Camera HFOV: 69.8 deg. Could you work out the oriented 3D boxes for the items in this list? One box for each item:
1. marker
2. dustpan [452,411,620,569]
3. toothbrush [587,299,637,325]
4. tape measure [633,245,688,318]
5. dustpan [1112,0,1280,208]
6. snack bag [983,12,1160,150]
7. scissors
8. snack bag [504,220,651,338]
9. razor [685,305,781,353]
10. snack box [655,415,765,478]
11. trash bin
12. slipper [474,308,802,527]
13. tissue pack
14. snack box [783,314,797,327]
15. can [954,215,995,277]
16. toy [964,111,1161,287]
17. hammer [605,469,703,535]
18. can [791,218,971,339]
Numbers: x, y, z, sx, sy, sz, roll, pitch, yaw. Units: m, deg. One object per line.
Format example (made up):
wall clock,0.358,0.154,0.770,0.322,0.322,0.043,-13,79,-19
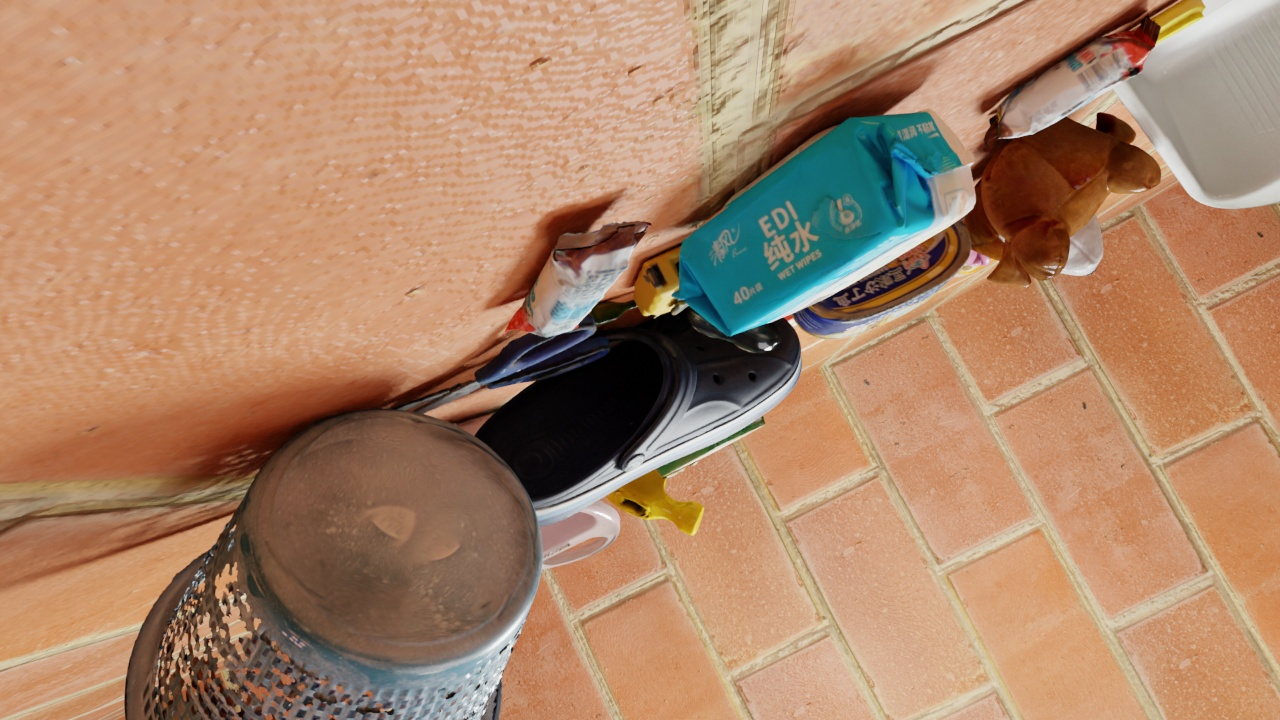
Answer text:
marker,0.264,-0.171,0.538,0.124,0.015,0.018,-30,176,28
dustpan,-0.153,0.139,0.726,0.272,0.139,0.223,-20,170,-44
toothbrush,0.033,-0.047,0.595,0.185,0.012,0.017,-20,176,-41
tape measure,0.025,-0.045,0.521,0.057,0.029,0.060,-26,172,-13
dustpan,0.449,-0.187,0.594,0.223,0.142,0.257,-32,172,30
snack bag,0.240,-0.155,0.517,0.104,0.026,0.048,-30,-165,29
scissors,-0.092,0.011,0.526,0.165,0.012,0.156,-14,167,-33
snack bag,-0.031,-0.034,0.413,0.045,0.026,0.106,-13,165,-27
razor,0.102,-0.065,0.544,0.168,0.067,0.062,-37,169,24
snack box,0.048,0.037,0.846,0.118,0.105,0.118,-20,169,-45
trash bin,-0.155,0.140,0.518,0.225,0.226,0.196,-19,154,-44
slipper,-0.005,0.017,0.613,0.252,0.105,0.095,-28,151,-19
tissue pack,0.088,-0.068,0.451,0.089,0.063,0.140,-21,171,-47
snack box,0.177,-0.063,0.914,0.153,0.025,0.075,-27,173,0
can,0.359,-0.137,0.908,0.058,0.058,0.146,-22,171,-33
toy,0.315,-0.118,0.711,0.140,0.130,0.199,-41,179,6
hammer,0.046,0.069,0.965,0.299,0.129,0.033,-49,156,-55
can,0.192,-0.071,0.739,0.148,0.074,0.049,-24,168,-7
